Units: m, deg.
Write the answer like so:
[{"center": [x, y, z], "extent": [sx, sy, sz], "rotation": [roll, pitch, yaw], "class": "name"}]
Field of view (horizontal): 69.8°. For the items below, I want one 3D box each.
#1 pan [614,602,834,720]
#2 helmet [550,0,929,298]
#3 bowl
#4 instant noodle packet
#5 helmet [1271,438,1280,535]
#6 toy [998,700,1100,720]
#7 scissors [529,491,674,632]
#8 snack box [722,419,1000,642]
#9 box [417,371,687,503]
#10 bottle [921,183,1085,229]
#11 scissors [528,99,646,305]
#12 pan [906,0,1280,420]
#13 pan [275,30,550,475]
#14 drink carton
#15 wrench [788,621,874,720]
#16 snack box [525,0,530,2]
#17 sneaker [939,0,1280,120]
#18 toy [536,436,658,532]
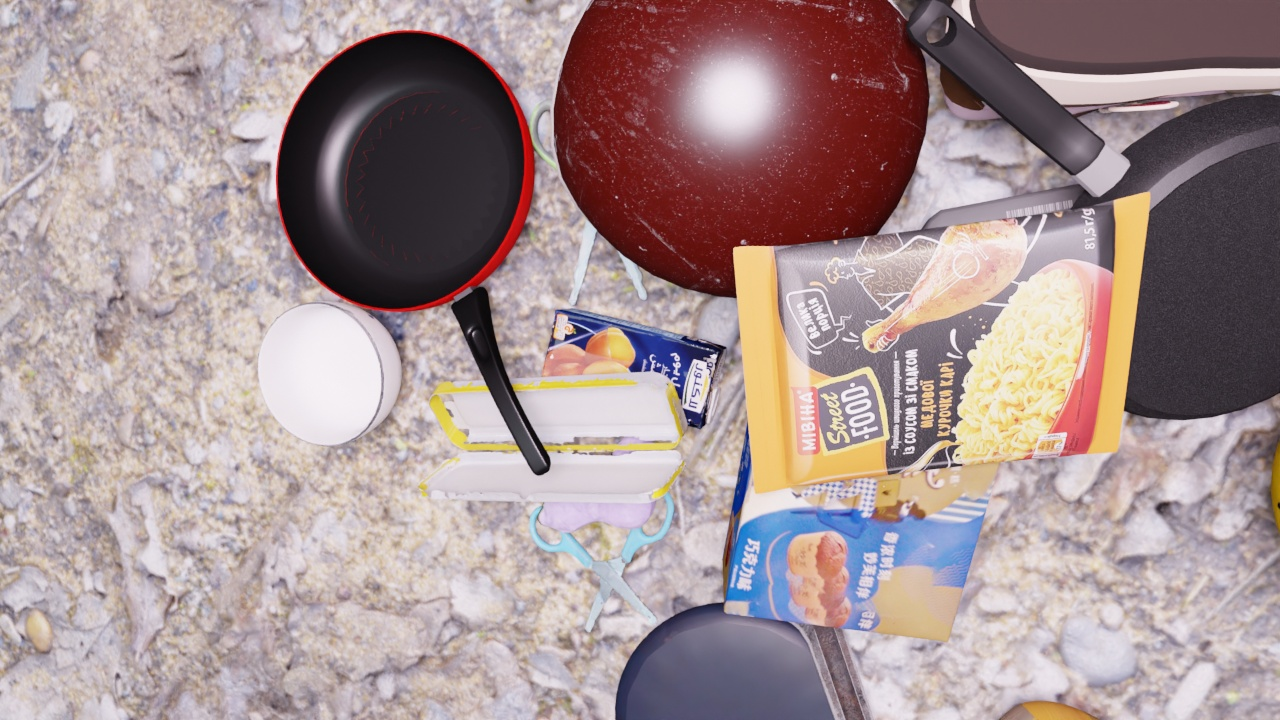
[{"center": [0.127, 0.345, 0.704], "extent": [0.199, 0.021, 0.356], "rotation": [-42, 86, 14], "class": "pan"}, {"center": [0.062, -0.163, 0.580], "extent": [0.234, 0.253, 0.234], "rotation": [28, 110, 1], "class": "helmet"}, {"center": [-0.239, 0.007, 0.734], "extent": [0.113, 0.063, 0.113], "rotation": [3, 100, 16], "class": "bowl"}, {"center": [0.169, -0.002, 0.523], "extent": [0.221, 0.032, 0.160], "rotation": [-7, 116, 2], "class": "instant noodle packet"}, {"center": [0.460, 0.044, 0.521], "extent": [0.240, 0.139, 0.209], "rotation": [-40, 122, 19], "class": "helmet"}, {"center": [0.275, 0.332, 0.603], "extent": [0.198, 0.162, 0.203], "rotation": [9, 87, -3], "class": "toy"}, {"center": [-0.032, 0.149, 0.726], "extent": [0.136, 0.015, 0.135], "rotation": [25, 95, 12], "class": "scissors"}, {"center": [0.146, 0.075, 0.610], "extent": [0.155, 0.069, 0.203], "rotation": [8, 110, -1], "class": "snack box"}, {"center": [-0.072, 0.052, 0.673], "extent": [0.210, 0.079, 0.080], "rotation": [-2, 110, 26], "class": "box"}, {"center": [0.235, -0.066, 0.620], "extent": [0.174, 0.046, 0.084], "rotation": [-8, 94, 14], "class": "bottle"}, {"center": [-0.038, -0.126, 0.700], "extent": [0.139, 0.028, 0.170], "rotation": [14, 94, 10], "class": "scissors"}, {"center": [0.287, -0.088, 0.522], "extent": [0.355, 0.044, 0.204], "rotation": [30, 113, -21], "class": "pan"}, {"center": [-0.144, -0.077, 0.686], "extent": [0.209, 0.067, 0.356], "rotation": [-30, 82, 13], "class": "pan"}, {"center": [-0.004, 0.004, 0.689], "extent": [0.130, 0.040, 0.064], "rotation": [15, 100, 12], "class": "drink carton"}, {"center": [0.156, 0.260, 0.672], "extent": [0.070, 0.010, 0.273], "rotation": [-18, 85, -2], "class": "wrench"}, {"center": [-0.053, -0.368, 0.662], "extent": [0.181, 0.045, 0.121], "rotation": [-38, 83, 11], "class": "snack box"}, {"center": [0.326, -0.194, 0.570], "extent": [0.294, 0.116, 0.111], "rotation": [-10, 77, -4], "class": "sneaker"}, {"center": [-0.030, 0.093, 0.703], "extent": [0.100, 0.036, 0.080], "rotation": [-3, 62, 28], "class": "toy"}]
